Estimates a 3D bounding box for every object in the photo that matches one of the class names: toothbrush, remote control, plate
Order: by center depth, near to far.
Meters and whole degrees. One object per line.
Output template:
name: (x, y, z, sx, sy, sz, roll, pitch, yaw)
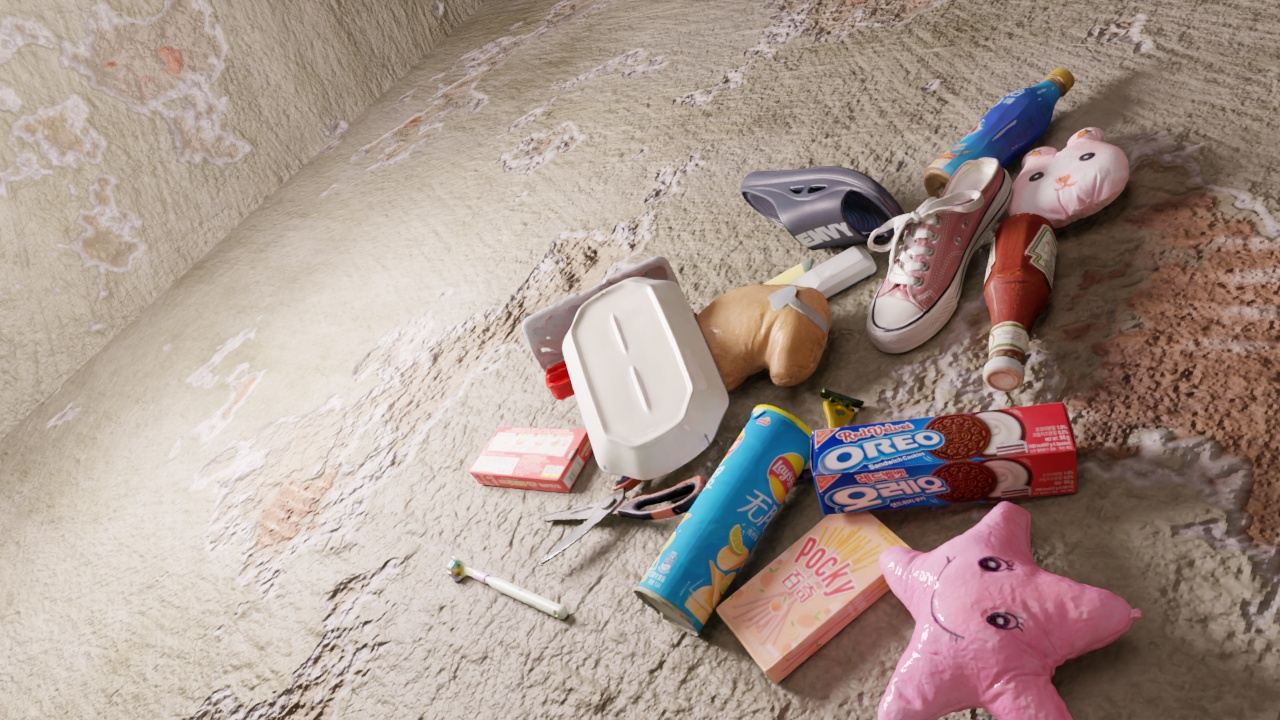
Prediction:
toothbrush: (0.116, 0.122, 0.899, 0.189, 0.017, 0.014, -15, 42, 21)
toothbrush: (-0.142, 0.240, 0.963, 0.190, 0.029, 0.020, 7, 11, 43)
plate: (-0.006, 0.006, 1.000, 0.162, 0.034, 0.265, -28, 51, 11)
remote control: (0.210, -0.092, 1.067, 0.125, 0.024, 0.049, -30, 34, 7)

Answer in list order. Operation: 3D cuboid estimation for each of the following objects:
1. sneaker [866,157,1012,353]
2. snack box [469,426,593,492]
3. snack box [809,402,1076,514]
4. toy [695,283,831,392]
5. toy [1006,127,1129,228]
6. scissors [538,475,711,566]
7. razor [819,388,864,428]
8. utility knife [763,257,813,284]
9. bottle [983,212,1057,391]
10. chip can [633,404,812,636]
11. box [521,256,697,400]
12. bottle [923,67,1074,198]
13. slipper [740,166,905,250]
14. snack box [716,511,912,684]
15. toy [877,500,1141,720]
sneaker: (0.299, -0.123, 0.952, 0.118, 0.088, 0.240, 22, 75, 53)
snack box: (-0.130, 0.116, 1.095, 0.153, 0.025, 0.075, -2, 45, 38)
snack box: (0.248, 0.084, 0.765, 0.208, 0.058, 0.057, -8, 41, 18)
toy: (0.104, -0.024, 1.022, 0.227, 0.082, 0.143, -9, 41, 35)
toy: (0.449, -0.196, 0.974, 0.122, 0.054, 0.159, -21, 29, 31)
scissors: (-0.014, 0.144, 0.957, 0.224, 0.015, 0.189, -44, 26, -17)
razor: (0.184, 0.081, 0.866, 0.043, 0.028, 0.132, 20, 43, -2)
utility knife: (0.132, -0.076, 1.119, 0.179, 0.019, 0.030, -24, 31, 13)
bottle: (0.357, -0.057, 0.874, 0.060, 0.060, 0.205, -5, 44, 35)
chip can: (0.081, 0.142, 0.837, 0.071, 0.071, 0.209, 14, 60, 48)
box: (-0.035, -0.040, 1.104, 0.201, 0.100, 0.094, -25, 16, -3)
bottle: (0.422, -0.262, 1.062, 0.218, 0.065, 0.065, -42, 35, -11)
slipper: (0.207, -0.172, 1.112, 0.083, 0.110, 0.268, -58, 33, -7)
snack box: (0.147, 0.191, 0.773, 0.157, 0.026, 0.084, -39, 35, -6)
toy: (0.257, 0.179, 0.654, 0.179, 0.074, 0.194, -12, 39, 28)
